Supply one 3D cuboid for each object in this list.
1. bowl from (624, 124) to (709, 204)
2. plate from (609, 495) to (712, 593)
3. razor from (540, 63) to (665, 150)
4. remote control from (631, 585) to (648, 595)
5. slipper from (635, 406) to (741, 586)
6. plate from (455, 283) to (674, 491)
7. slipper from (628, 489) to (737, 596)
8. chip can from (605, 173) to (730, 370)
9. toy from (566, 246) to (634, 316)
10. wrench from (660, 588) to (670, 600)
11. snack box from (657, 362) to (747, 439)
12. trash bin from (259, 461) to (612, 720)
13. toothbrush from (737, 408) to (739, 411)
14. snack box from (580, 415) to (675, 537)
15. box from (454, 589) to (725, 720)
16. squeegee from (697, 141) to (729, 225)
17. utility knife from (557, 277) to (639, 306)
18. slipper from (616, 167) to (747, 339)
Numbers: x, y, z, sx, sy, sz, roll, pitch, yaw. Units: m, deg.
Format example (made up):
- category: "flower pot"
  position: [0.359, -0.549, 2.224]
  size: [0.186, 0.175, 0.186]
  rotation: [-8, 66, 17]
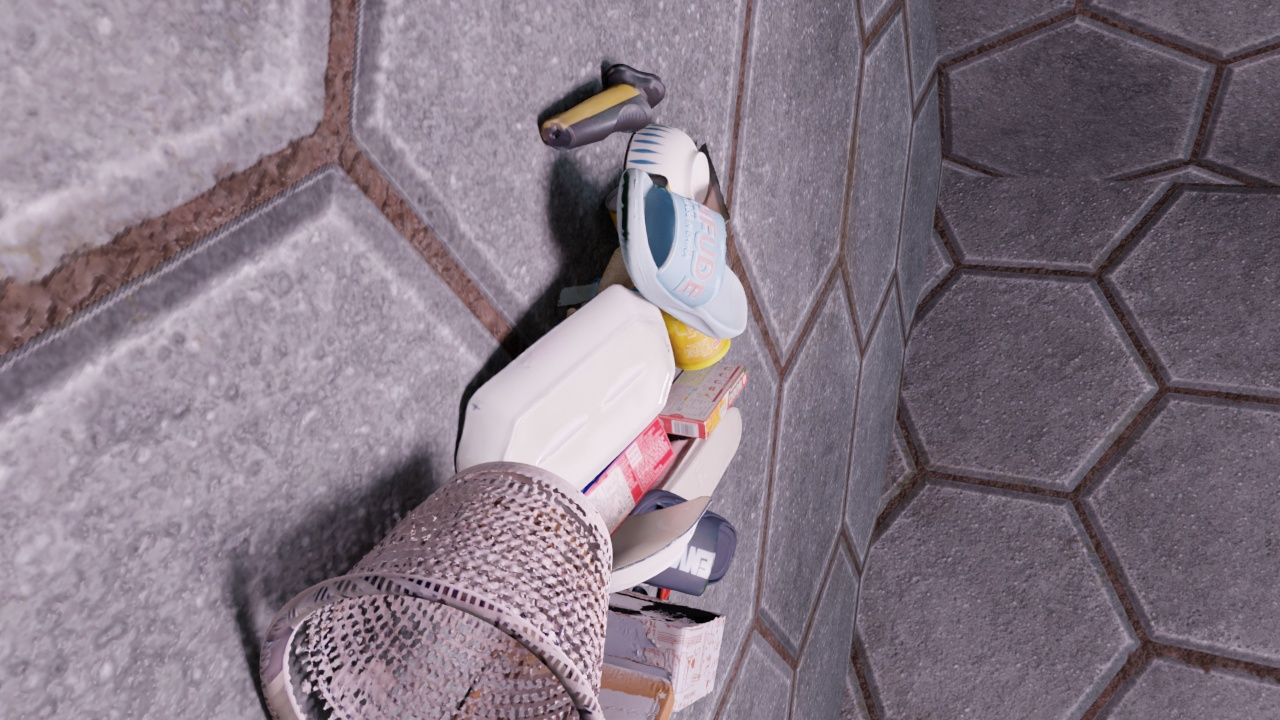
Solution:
- category: "bowl"
  position: [0.035, -0.201, 1.013]
  size: [0.116, 0.066, 0.116]
  rotation: [8, 90, -67]
- category: "plate"
  position: [-0.014, 0.188, 0.896]
  size: [0.163, 0.165, 0.034]
  rotation: [-30, 100, -60]
- category: "razor"
  position: [-0.038, -0.237, 0.866]
  size: [0.067, 0.062, 0.167]
  rotation: [58, 41, -9]
- category: "remote control"
  position: [-0.003, 0.289, 1.061]
  size: [0.136, 0.024, 0.053]
  rotation: [99, -1, -74]
- category: "slipper"
  position: [0.048, 0.160, 1.156]
  size: [0.273, 0.054, 0.114]
  rotation: [-55, 141, -30]
- category: "plate"
  position: [-0.051, 0.044, 0.828]
  size: [0.264, 0.034, 0.162]
  rotation: [-41, 130, -33]
- category: "slipper"
  position: [0.063, 0.220, 1.077]
  size: [0.268, 0.083, 0.110]
  rotation: [25, 81, -55]
- category: "chip can"
  position: [0.032, -0.090, 0.986]
  size: [0.071, 0.072, 0.213]
  rotation: [-60, 137, -41]
- category: "toy"
  position: [-0.029, -0.038, 0.895]
  size: [0.157, 0.066, 0.105]
  rotation: [-69, 162, 3]
- category: "wrench"
  position: [0.038, 0.274, 1.221]
  size: [0.056, 0.016, 0.273]
  rotation: [37, 64, -64]
- category: "snack box"
  position: [0.074, 0.046, 1.159]
  size: [0.155, 0.077, 0.027]
  rotation: [-46, 137, -53]
- category: "trash bin"
  position: [-0.111, 0.181, 0.641]
  size: [0.191, 0.228, 0.228]
  rotation: [-66, 154, -60]
- category: "toothbrush"
  position: [0.111, 0.085, 1.329]
  size: [0.029, 0.020, 0.189]
  rotation: [64, 23, 6]
- category: "snack box"
  position: [-0.036, 0.128, 0.936]
  size: [0.206, 0.057, 0.058]
  rotation: [-43, 114, -55]
- category: "box"
  position: [-0.042, 0.288, 0.838]
  size: [0.273, 0.179, 0.125]
  rotation: [-32, 126, -62]
- category: "squeegee"
  position: [0.057, -0.105, 1.104]
  size: [0.247, 0.040, 0.250]
  rotation: [-96, -170, -59]
- category: "utility knife"
  position: [-0.032, -0.073, 0.959]
  size: [0.215, 0.018, 0.034]
  rotation: [-18, 114, -63]
- category: "slipper"
  position: [0.054, -0.093, 0.878]
  size: [0.245, 0.074, 0.104]
  rotation: [37, 49, -51]
